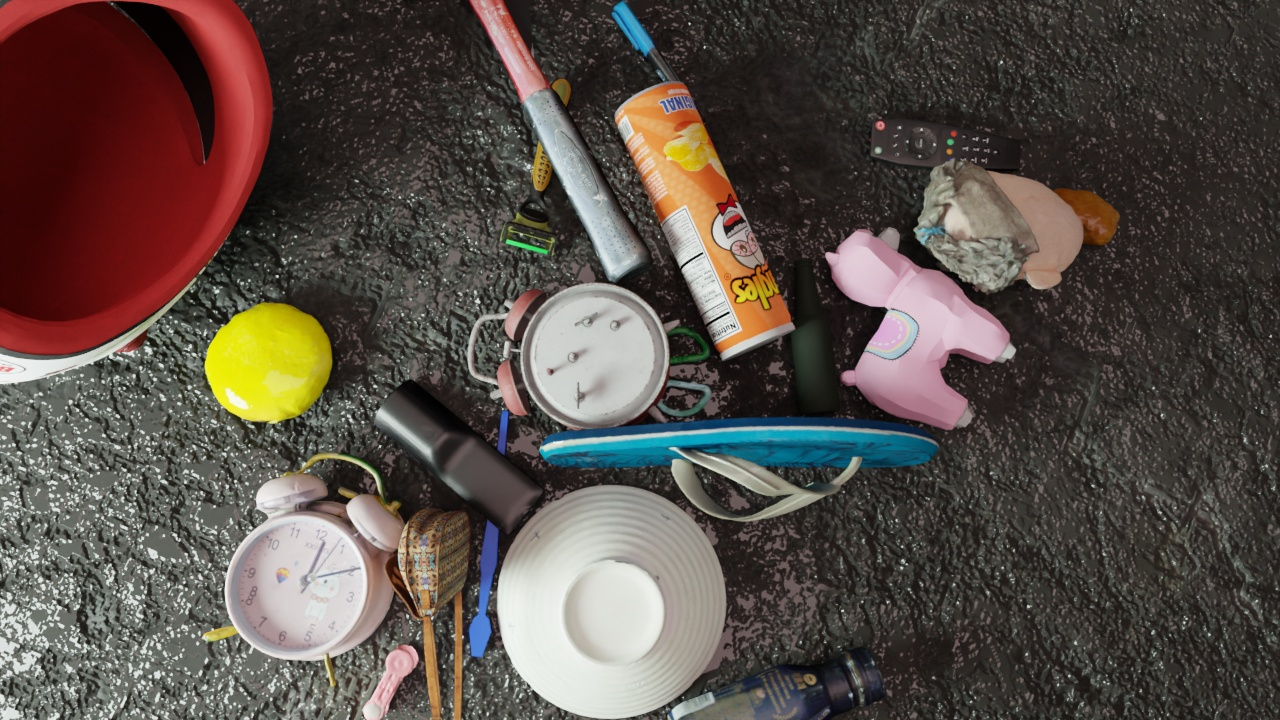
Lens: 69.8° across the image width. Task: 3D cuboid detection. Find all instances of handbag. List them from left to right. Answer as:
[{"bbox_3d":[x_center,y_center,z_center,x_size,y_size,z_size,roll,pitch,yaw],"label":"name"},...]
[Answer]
[{"bbox_3d":[-0.148,0.206,0.663,0.043,0.093,0.195,-3,88,3],"label":"handbag"}]

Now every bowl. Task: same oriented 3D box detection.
[{"bbox_3d":[-0.021,0.181,0.676,0.177,0.071,0.177,0,83,-3],"label":"bowl"}]

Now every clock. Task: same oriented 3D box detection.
[{"bbox_3d":[-0.238,0.146,0.676,0.117,0.059,0.157,20,82,0],"label":"clock"},{"bbox_3d":[-0.053,-0.004,0.691,0.157,0.062,0.109,7,82,4],"label":"clock"}]

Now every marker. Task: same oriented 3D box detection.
[{"bbox_3d":[0.015,-0.241,0.751,0.015,0.018,0.123,-34,87,-1],"label":"marker"}]

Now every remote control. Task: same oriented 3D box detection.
[{"bbox_3d":[-0.140,0.073,0.703,0.140,0.021,0.045,38,85,7],"label":"remote control"},{"bbox_3d":[0.251,-0.175,0.756,0.125,0.010,0.039,6,83,-2],"label":"remote control"}]

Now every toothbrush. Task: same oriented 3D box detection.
[{"bbox_3d":[-0.115,0.132,0.710,0.016,0.011,0.186,6,80,-2],"label":"toothbrush"}]

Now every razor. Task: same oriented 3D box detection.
[{"bbox_3d":[-0.077,-0.158,0.736,0.044,0.021,0.144,14,83,-18],"label":"razor"}]

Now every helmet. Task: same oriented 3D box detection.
[{"bbox_3d":[-0.406,-0.139,0.615,0.236,0.231,0.314,30,89,37],"label":"helmet"}]

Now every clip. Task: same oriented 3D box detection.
[{"bbox_3d":[-0.186,0.240,0.679,0.022,0.039,0.059,26,87,-3],"label":"clip"}]

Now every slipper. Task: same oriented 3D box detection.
[{"bbox_3d":[0.073,0.080,0.670,0.295,0.118,0.060,-1,70,2],"label":"slipper"}]

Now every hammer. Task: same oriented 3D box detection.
[{"bbox_3d":[-0.071,-0.210,0.716,0.140,0.036,0.326,-27,78,-2],"label":"hammer"}]

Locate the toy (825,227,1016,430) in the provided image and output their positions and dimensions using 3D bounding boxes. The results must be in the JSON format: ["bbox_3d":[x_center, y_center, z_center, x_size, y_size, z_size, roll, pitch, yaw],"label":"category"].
[{"bbox_3d":[0.203,-0.025,0.709,0.157,0.067,0.123,34,95,15],"label":"toy"}]

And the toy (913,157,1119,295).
[{"bbox_3d":[0.294,-0.104,0.721,0.175,0.076,0.132,-6,55,-15],"label":"toy"}]

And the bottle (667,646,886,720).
[{"bbox_3d":[0.101,0.258,0.679,0.160,0.056,0.056,-19,85,-4],"label":"bottle"}]

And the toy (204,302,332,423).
[{"bbox_3d":[-0.283,0.002,0.700,0.095,0.041,0.094,-3,79,-2],"label":"toy"}]

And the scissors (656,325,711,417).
[{"bbox_3d":[-0.006,0.019,0.725,0.132,0.013,0.078,-11,86,-1],"label":"scissors"}]

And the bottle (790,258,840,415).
[{"bbox_3d":[0.135,-0.019,0.724,0.033,0.033,0.123,-5,83,-3],"label":"bottle"}]

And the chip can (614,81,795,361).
[{"bbox_3d":[0.049,-0.108,0.714,0.062,0.062,0.210,-23,85,-5],"label":"chip can"}]
